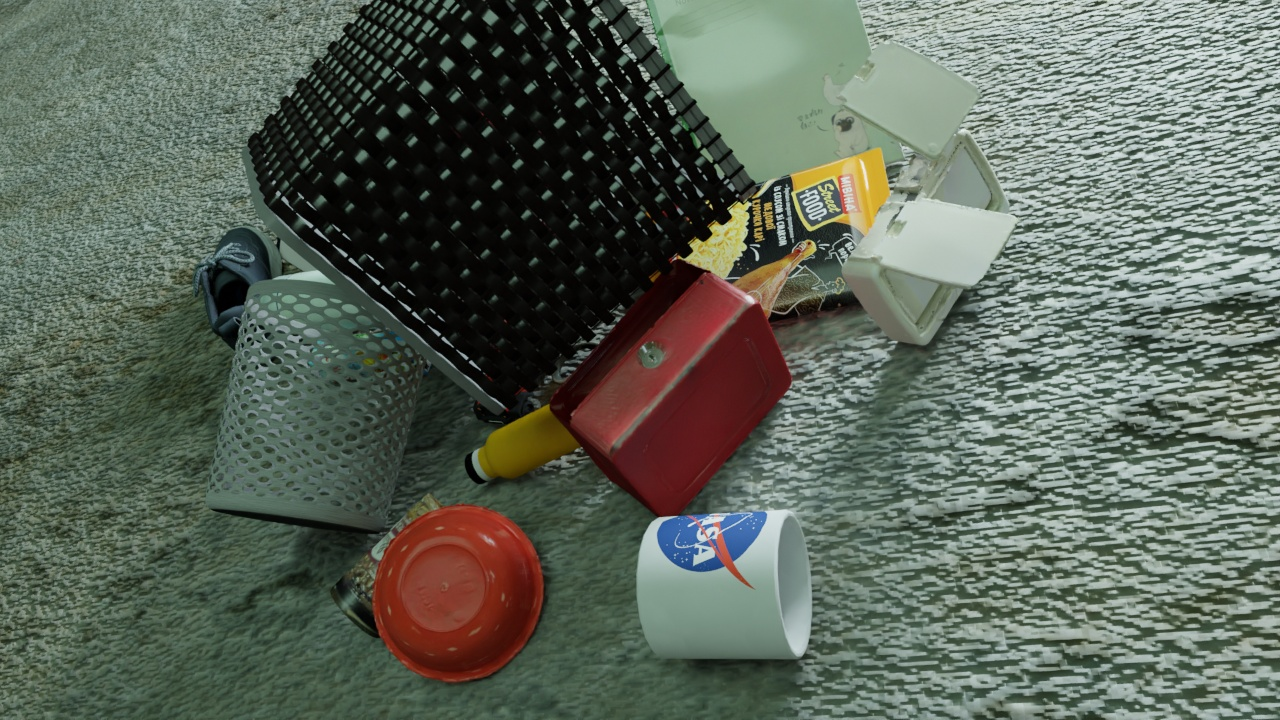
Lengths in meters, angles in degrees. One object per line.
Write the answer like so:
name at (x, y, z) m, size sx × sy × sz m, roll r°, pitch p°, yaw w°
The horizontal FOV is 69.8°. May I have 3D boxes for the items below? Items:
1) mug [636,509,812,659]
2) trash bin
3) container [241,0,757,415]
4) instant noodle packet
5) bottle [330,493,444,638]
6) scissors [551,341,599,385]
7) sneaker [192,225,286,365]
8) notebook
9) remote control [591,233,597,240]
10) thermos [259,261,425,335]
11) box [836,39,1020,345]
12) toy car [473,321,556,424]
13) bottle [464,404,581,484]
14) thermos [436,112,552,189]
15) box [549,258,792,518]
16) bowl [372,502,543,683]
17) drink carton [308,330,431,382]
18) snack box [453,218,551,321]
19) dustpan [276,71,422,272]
mug at (0.061, 0.140, 0.607) m, size 0.090 × 0.091 × 0.121 m, roll -7°, pitch 18°, yaw 22°
trash bin at (-0.270, 0.046, 0.773) m, size 0.157 × 0.156 × 0.183 m, roll 0°, pitch 73°, yaw 27°
container at (-0.116, -0.147, 0.679) m, size 0.243 × 0.245 × 0.247 m, roll -45°, pitch 35°, yaw 0°
instant noodle packet at (0.106, -0.096, 0.788) m, size 0.221 × 0.032 × 0.159 m, roll -13°, pitch 55°, yaw 19°
bottle at (-0.188, 0.162, 0.729) m, size 0.105 × 0.056 × 0.056 m, roll -45°, pitch 49°, yaw -10°
scissors at (-0.010, 0.002, 0.772) m, size 0.171 × 0.012 × 0.157 m, roll -10°, pitch 62°, yaw 32°
sneaker at (-0.459, -0.090, 1.037) m, size 0.089 × 0.087 × 0.235 m, roll -35°, pitch 48°, yaw 0°
notebook at (0.114, -0.272, 0.834) m, size 0.182 × 0.010 × 0.252 m, roll -16°, pitch 88°, yaw 16°
remote control at (-0.105, -0.136, 0.926) m, size 0.150 × 0.047 × 0.022 m, roll 17°, pitch 101°, yaw 36°
thermos at (-0.294, -0.062, 0.920) m, size 0.231 × 0.068 × 0.067 m, roll -1°, pitch 55°, yaw 39°
box at (0.210, -0.109, 0.626) m, size 0.105 × 0.187 × 0.143 m, roll 17°, pitch 70°, yaw 52°
toy car at (-0.114, 0.008, 0.812) m, size 0.051 × 0.049 × 0.100 m, roll 3°, pitch 58°, yaw 29°
bottle at (-0.079, 0.062, 0.750) m, size 0.144 × 0.043 × 0.043 m, roll -26°, pitch 47°, yaw 20°
thermos at (-0.128, -0.233, 0.987) m, size 0.199 × 0.084 × 0.107 m, roll 16°, pitch 31°, yaw 37°
box at (0.027, 0.024, 0.679) m, size 0.087 × 0.129 × 0.157 m, roll 31°, pitch 75°, yaw 35°
bowl at (-0.138, 0.168, 0.671) m, size 0.130 × 0.045 × 0.130 m, roll -1°, pitch 73°, yaw 2°
drink carton at (-0.266, -0.005, 0.904) m, size 0.129 × 0.044 × 0.038 m, roll -5°, pitch 54°, yaw 23°
snack box at (-0.130, -0.078, 0.872) m, size 0.072 × 0.072 × 0.121 m, roll 18°, pitch 66°, yaw 35°
dustpan at (-0.306, -0.218, 1.034) m, size 0.236 × 0.080 × 0.273 m, roll 27°, pitch 112°, yaw 38°
